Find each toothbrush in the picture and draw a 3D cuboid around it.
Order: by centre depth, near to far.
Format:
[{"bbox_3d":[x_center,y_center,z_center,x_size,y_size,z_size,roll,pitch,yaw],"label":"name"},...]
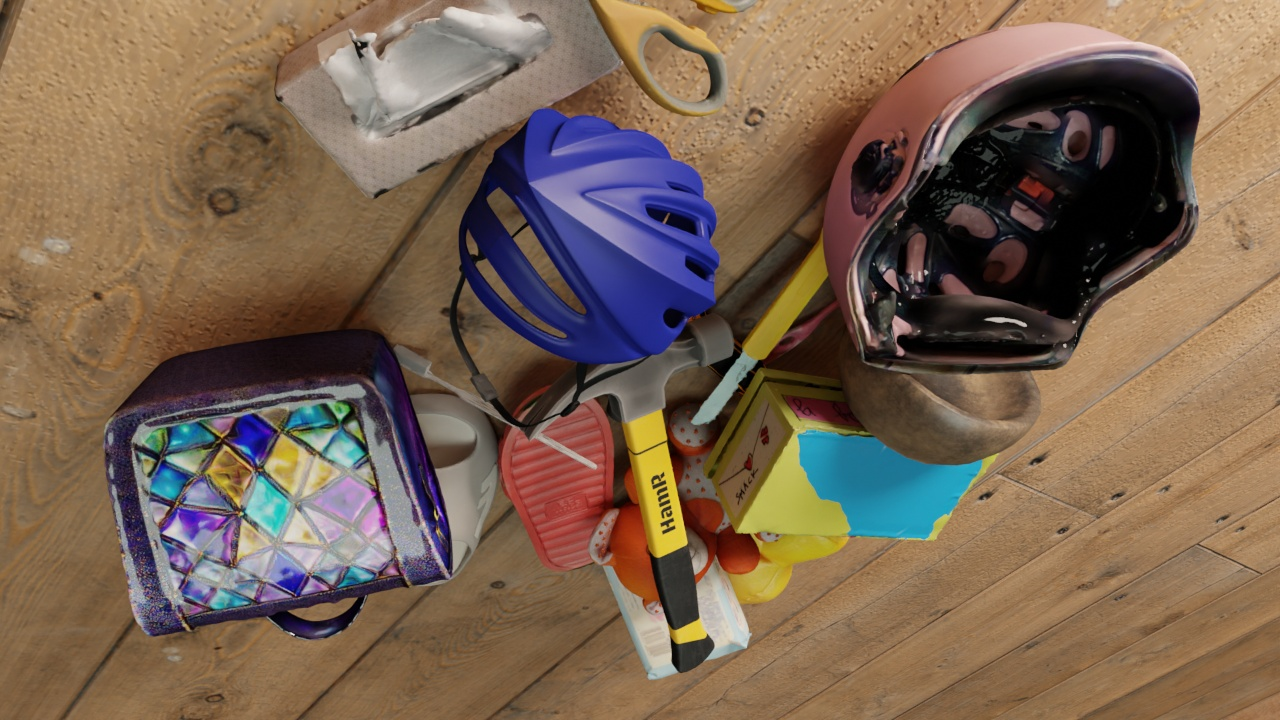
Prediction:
[{"bbox_3d":[-0.111,0.036,0.709,0.181,0.010,0.010,29,128,-2],"label":"toothbrush"},{"bbox_3d":[0.131,-0.022,0.783,0.135,0.016,0.021,-33,129,18],"label":"toothbrush"}]

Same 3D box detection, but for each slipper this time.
[{"bbox_3d":[-0.186,0.144,0.817,0.113,0.080,0.267,3,136,-16],"label":"slipper"},{"bbox_3d":[-0.073,0.101,0.819,0.103,0.059,0.249,-14,137,-11],"label":"slipper"}]

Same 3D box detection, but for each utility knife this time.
[{"bbox_3d":[0.107,-0.033,0.722,0.030,0.019,0.219,28,103,-27],"label":"utility knife"}]

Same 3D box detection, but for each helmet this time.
[{"bbox_3d":[-0.056,-0.046,0.577,0.228,0.147,0.241,-41,166,19],"label":"helmet"},{"bbox_3d":[0.233,-0.113,0.612,0.230,0.152,0.256,-2,135,-12],"label":"helmet"}]

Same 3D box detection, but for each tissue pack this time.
[{"bbox_3d":[-0.109,-0.167,0.515,0.181,0.071,0.104,-22,139,12],"label":"tissue pack"},{"bbox_3d":[0.030,0.222,0.927,0.112,0.182,0.070,-21,-179,11],"label":"tissue pack"}]

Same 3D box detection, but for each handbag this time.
[{"bbox_3d":[-0.250,0.102,0.661,0.204,0.125,0.222,-9,110,-8],"label":"handbag"}]

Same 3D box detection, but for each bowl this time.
[{"bbox_3d":[0.229,0.017,0.734,0.162,0.162,0.070,8,132,-25],"label":"bowl"}]

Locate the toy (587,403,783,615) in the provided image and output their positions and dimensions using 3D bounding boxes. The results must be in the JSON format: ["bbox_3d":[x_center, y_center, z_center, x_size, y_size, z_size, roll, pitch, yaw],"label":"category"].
[{"bbox_3d":[0.043,0.143,0.835,0.172,0.093,0.164,-48,113,-11],"label":"toy"}]

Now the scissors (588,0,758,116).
[{"bbox_3d":[-0.011,-0.213,0.481,0.227,0.016,0.134,19,105,-45],"label":"scissors"}]

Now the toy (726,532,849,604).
[{"bbox_3d":[0.142,0.200,0.979,0.134,0.087,0.194,23,125,-40],"label":"toy"}]

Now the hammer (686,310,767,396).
[{"bbox_3d":[0.135,0.052,0.815,0.123,0.036,0.320,-43,125,15],"label":"hammer"}]

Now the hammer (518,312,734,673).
[{"bbox_3d":[0.013,0.127,0.737,0.169,0.034,0.325,-21,118,-17],"label":"hammer"}]

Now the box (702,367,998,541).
[{"bbox_3d":[0.181,0.086,0.789,0.220,0.082,0.125,5,126,-26],"label":"box"}]

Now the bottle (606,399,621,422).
[{"bbox_3d":[-0.004,0.004,0.759,0.030,0.030,0.113,-2,137,-16],"label":"bottle"}]
